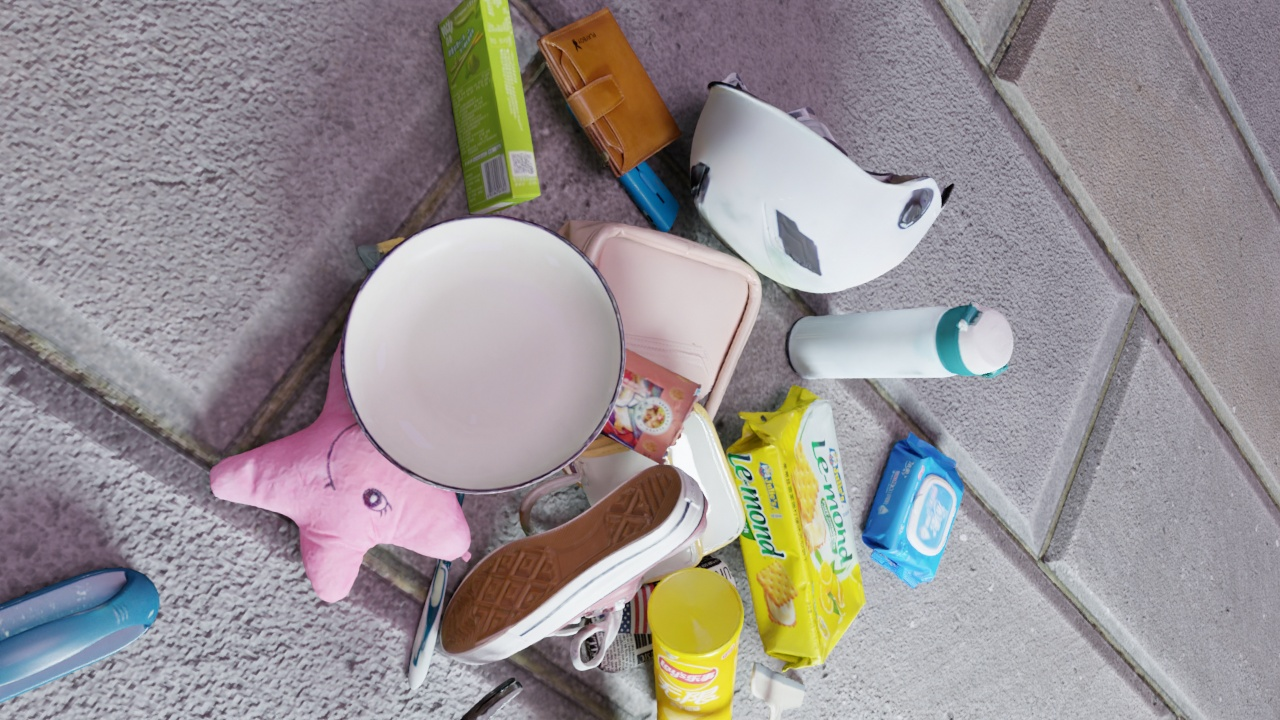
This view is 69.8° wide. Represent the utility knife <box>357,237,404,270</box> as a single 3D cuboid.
[{"bbox_3d":[-0.151,-0.089,0.735,0.151,0.018,0.031,-16,103,-38],"label":"utility knife"}]

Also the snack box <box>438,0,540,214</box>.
[{"bbox_3d":[-0.119,-0.198,0.714,0.026,0.086,0.156,-12,95,-33],"label":"snack box"}]

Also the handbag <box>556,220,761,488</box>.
[{"bbox_3d":[-0.005,0.005,0.799,0.193,0.093,0.234,9,91,-34],"label":"handbag"}]

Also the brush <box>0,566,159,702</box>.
[{"bbox_3d":[-0.362,0.168,0.544,0.143,0.074,0.055,-20,95,-33],"label":"brush"}]

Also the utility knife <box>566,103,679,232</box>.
[{"bbox_3d":[-0.020,-0.186,0.823,0.166,0.018,0.034,49,64,-21],"label":"utility knife"}]

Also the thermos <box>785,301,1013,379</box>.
[{"bbox_3d":[0.241,-0.014,0.871,0.073,0.225,0.073,1,89,-35],"label":"thermos"}]

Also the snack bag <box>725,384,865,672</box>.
[{"bbox_3d":[0.146,0.155,0.870,0.157,0.068,0.246,-18,98,-60],"label":"snack bag"}]

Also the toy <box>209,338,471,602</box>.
[{"bbox_3d":[-0.183,0.076,0.665,0.178,0.075,0.194,45,66,-10],"label":"toy"}]

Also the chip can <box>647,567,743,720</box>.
[{"bbox_3d":[0.045,0.252,0.754,0.071,0.072,0.214,-42,149,-28],"label":"chip can"}]

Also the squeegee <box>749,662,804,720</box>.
[{"bbox_3d":[0.068,0.390,0.816,0.246,0.039,0.246,-51,151,-7],"label":"squeegee"}]

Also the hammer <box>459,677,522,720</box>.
[{"bbox_3d":[0.006,0.310,0.695,0.323,0.032,0.126,10,79,-22],"label":"hammer"}]

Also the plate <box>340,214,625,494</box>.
[{"bbox_3d":[-0.106,-0.004,0.636,0.192,0.039,0.192,0,81,-2],"label":"plate"}]

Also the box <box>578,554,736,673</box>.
[{"bbox_3d":[0.015,0.224,0.824,0.164,0.065,0.074,-12,72,-35],"label":"box"}]

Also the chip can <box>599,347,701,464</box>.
[{"bbox_3d":[-0.062,0.001,0.694,0.215,0.071,0.071,27,71,3],"label":"chip can"}]

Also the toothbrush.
[{"bbox_3d":[-0.155,0.161,0.719,0.016,0.018,0.191,14,80,-8],"label":"toothbrush"}]

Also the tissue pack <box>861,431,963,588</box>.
[{"bbox_3d":[0.305,0.164,1.013,0.095,0.052,0.157,34,70,-29],"label":"tissue pack"}]

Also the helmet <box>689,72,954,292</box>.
[{"bbox_3d":[0.140,-0.145,0.825,0.258,0.229,0.146,-6,128,-57],"label":"helmet"}]

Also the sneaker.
[{"bbox_3d":[-0.042,0.169,0.697,0.241,0.118,0.088,-34,125,14],"label":"sneaker"}]

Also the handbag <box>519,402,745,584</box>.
[{"bbox_3d":[-0.008,0.121,0.772,0.178,0.063,0.163,-28,120,-13],"label":"handbag"}]

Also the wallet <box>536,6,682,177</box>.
[{"bbox_3d":[-0.030,-0.229,0.794,0.130,0.035,0.118,58,42,-13],"label":"wallet"}]
